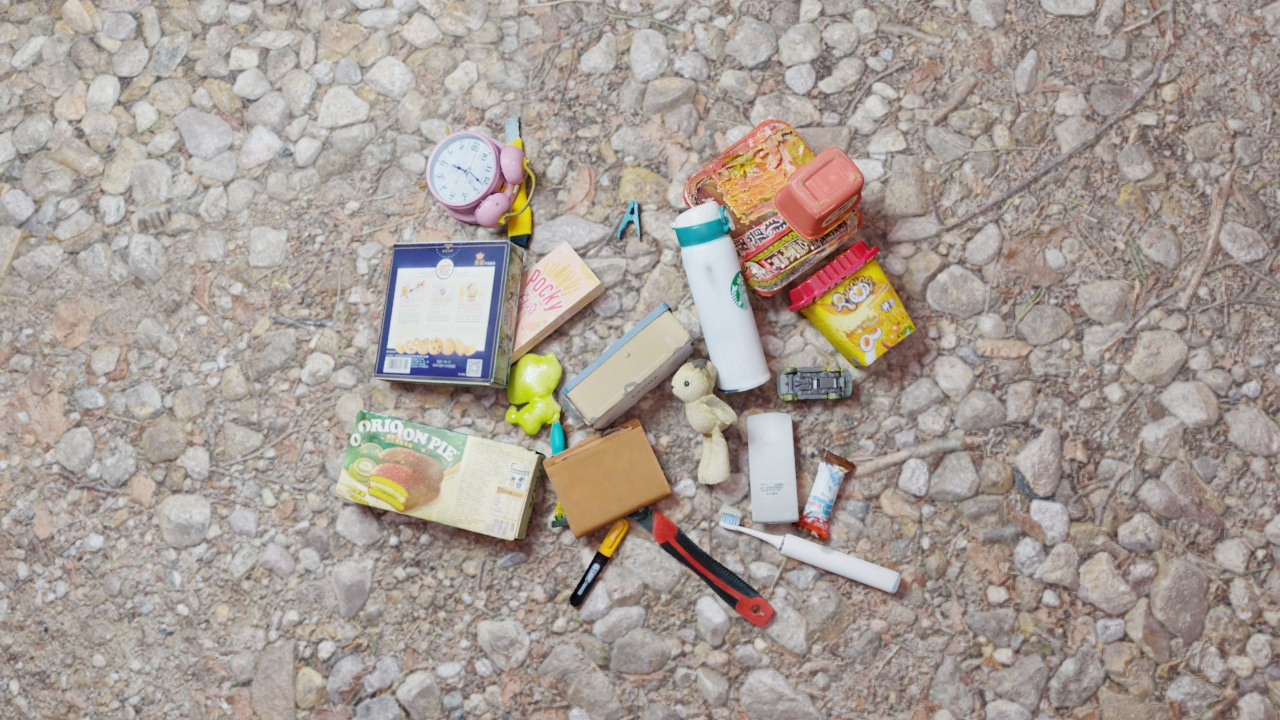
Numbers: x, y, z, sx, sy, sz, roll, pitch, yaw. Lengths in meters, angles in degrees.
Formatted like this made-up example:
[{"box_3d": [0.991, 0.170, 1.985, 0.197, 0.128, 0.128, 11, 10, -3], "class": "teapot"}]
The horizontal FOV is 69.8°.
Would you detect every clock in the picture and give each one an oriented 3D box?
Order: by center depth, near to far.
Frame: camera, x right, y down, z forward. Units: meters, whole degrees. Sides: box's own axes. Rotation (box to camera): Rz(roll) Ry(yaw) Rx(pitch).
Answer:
[{"box_3d": [-0.206, -0.235, 1.194, 0.158, 0.059, 0.117, 24, 89, 17], "class": "clock"}]

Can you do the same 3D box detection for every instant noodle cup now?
[{"box_3d": [0.257, -0.064, 1.106, 0.116, 0.116, 0.123, -37, 90, -1], "class": "instant noodle cup"}, {"box_3d": [0.161, -0.187, 1.148, 0.164, 0.079, 0.189, -35, 80, -1], "class": "instant noodle cup"}]

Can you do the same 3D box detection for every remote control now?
[{"box_3d": [0.160, 0.130, 1.114, 0.056, 0.019, 0.135, -5, 71, 10], "class": "remote control"}]

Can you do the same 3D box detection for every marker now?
[{"box_3d": [-0.052, 0.249, 1.130, 0.018, 0.015, 0.124, 31, 87, 14], "class": "marker"}]

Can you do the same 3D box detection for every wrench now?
[{"box_3d": [0.052, 0.223, 1.123, 0.273, 0.016, 0.056, 43, 88, 12], "class": "wrench"}]

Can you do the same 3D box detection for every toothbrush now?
[{"box_3d": [0.200, 0.229, 1.100, 0.221, 0.026, 0.026, 18, 102, 9], "class": "toothbrush"}]

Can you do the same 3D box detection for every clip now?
[{"box_3d": [-0.011, -0.183, 1.199, 0.034, 0.013, 0.055, 4, 81, 6], "class": "clip"}]

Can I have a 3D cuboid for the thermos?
[{"box_3d": [0.099, -0.077, 1.100, 0.073, 0.073, 0.224, -16, 102, 3], "class": "thermos"}]

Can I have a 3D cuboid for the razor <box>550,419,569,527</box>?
[{"box_3d": [-0.098, 0.140, 1.146, 0.043, 0.028, 0.132, -7, 82, -9], "class": "razor"}]

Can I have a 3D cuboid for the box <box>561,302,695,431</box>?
[{"box_3d": [-0.007, 0.007, 1.130, 0.184, 0.090, 0.063, -42, 78, -4], "class": "box"}]

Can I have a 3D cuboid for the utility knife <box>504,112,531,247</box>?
[{"box_3d": [-0.164, -0.241, 1.224, 0.033, 0.015, 0.190, -6, 80, 8], "class": "utility knife"}]

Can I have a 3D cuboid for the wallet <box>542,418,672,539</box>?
[{"box_3d": [-0.042, 0.142, 1.120, 0.131, 0.031, 0.107, -25, 80, -6], "class": "wallet"}]

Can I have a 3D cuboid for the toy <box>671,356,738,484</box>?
[{"box_3d": [0.076, 0.074, 1.105, 0.066, 0.105, 0.157, -13, 101, -14], "class": "toy"}]

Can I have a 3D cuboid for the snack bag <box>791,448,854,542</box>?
[{"box_3d": [0.221, 0.162, 1.109, 0.048, 0.026, 0.104, 26, 84, 2], "class": "snack bag"}]

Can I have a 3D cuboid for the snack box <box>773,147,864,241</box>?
[{"box_3d": [0.209, -0.198, 1.066, 0.091, 0.080, 0.082, -39, 82, -5], "class": "snack box"}]

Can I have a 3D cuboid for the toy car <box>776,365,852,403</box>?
[{"box_3d": [0.213, 0.030, 1.127, 0.091, 0.036, 0.043, -1, 81, 5], "class": "toy car"}]

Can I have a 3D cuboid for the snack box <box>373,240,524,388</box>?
[{"box_3d": [-0.243, -0.059, 1.164, 0.178, 0.045, 0.182, 3, 80, 24], "class": "snack box"}]

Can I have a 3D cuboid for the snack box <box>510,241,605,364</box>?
[{"box_3d": [-0.131, -0.074, 1.178, 0.157, 0.026, 0.084, -39, 64, -1], "class": "snack box"}]

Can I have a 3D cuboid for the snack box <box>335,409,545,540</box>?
[{"box_3d": [-0.248, 0.144, 1.145, 0.240, 0.063, 0.114, 11, 82, 8], "class": "snack box"}]

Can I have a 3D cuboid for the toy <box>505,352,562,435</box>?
[{"box_3d": [-0.137, 0.039, 1.167, 0.097, 0.031, 0.100, -30, 79, 3], "class": "toy"}]
